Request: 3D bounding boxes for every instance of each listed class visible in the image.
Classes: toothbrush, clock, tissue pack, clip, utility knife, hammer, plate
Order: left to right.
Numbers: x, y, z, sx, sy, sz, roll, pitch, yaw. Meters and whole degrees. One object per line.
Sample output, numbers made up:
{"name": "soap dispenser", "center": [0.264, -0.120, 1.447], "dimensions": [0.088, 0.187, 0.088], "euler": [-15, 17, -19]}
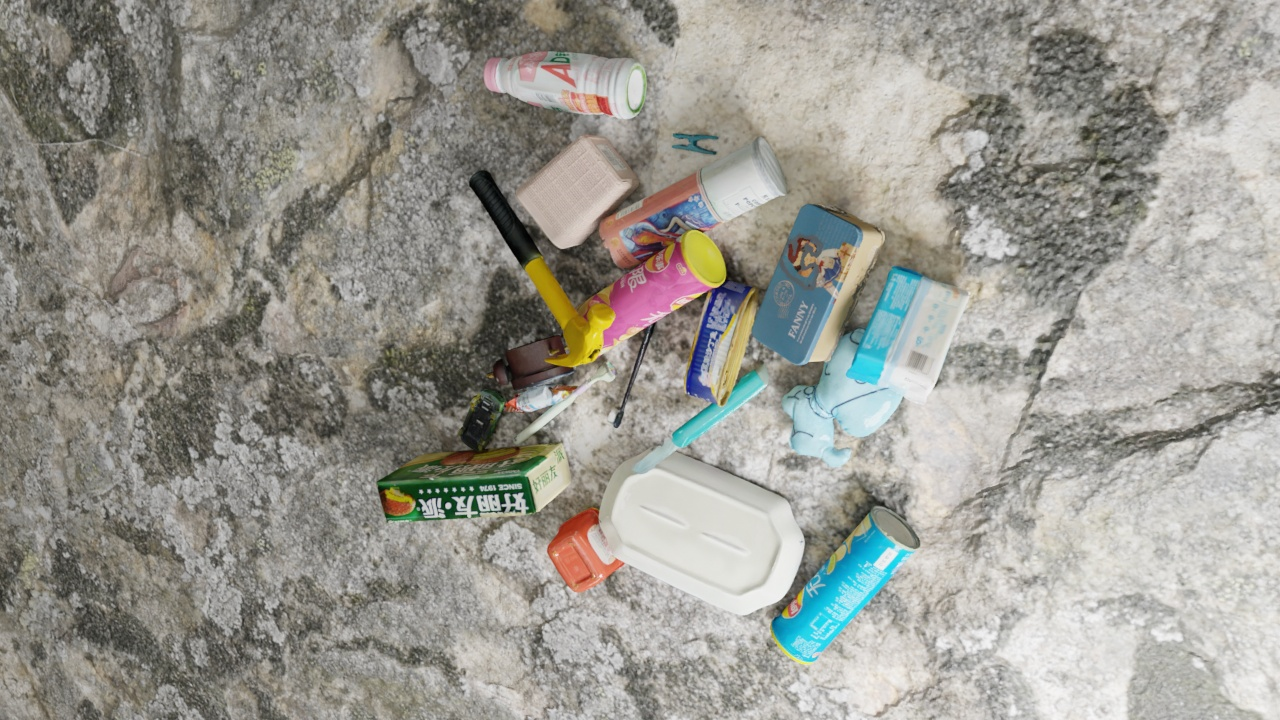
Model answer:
{"name": "clock", "center": [-0.142, 0.006, 1.185], "dimensions": [0.122, 0.082, 0.055], "euler": [-16, 93, 23]}
{"name": "hammer", "center": [-0.131, -0.117, 1.117], "dimensions": [0.300, 0.032, 0.129], "euler": [57, 140, 23]}
{"name": "toothbrush", "center": [-0.104, 0.061, 1.220], "dimensions": [0.190, 0.020, 0.029], "euler": [-38, 58, 26]}
{"name": "toothbrush", "center": [-0.007, 0.007, 1.169], "dimensions": [0.018, 0.015, 0.181], "euler": [30, 113, 21]}
{"name": "clip", "center": [0.063, -0.255, 1.074], "dimensions": [0.056, 0.014, 0.042], "euler": [12, 108, 16]}
{"name": "plate", "center": [0.071, 0.213, 1.152], "dimensions": [0.266, 0.034, 0.162], "euler": [23, 90, 16]}
{"name": "utility knife", "center": [0.074, 0.077, 1.137], "dimensions": [0.216, 0.013, 0.029], "euler": [-38, 81, 13]}
{"name": "tissue pack", "center": [0.291, -0.030, 0.997], "dimensions": [0.090, 0.063, 0.140], "euler": [22, 80, 15]}

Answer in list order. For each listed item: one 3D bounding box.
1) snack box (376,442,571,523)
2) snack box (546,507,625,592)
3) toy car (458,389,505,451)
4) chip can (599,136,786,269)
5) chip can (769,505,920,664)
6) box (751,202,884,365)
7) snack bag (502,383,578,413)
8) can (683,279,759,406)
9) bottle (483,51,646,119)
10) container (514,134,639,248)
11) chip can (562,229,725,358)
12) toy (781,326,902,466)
{"name": "snack box", "center": [-0.224, 0.166, 1.240], "dimensions": [0.240, 0.114, 0.063], "euler": [-7, 102, 23]}
{"name": "snack box", "center": [-0.072, 0.255, 1.224], "dimensions": [0.082, 0.080, 0.091], "euler": [-33, 90, 24]}
{"name": "toy car", "center": [-0.216, 0.082, 1.257], "dimensions": [0.043, 0.036, 0.091], "euler": [32, 112, 10]}
{"name": "chip can", "center": [0.058, -0.179, 1.065], "dimensions": [0.215, 0.071, 0.071], "euler": [-23, 95, 25]}
{"name": "chip can", "center": [0.245, 0.273, 1.112], "dimensions": [0.071, 0.071, 0.211], "euler": [38, 113, 8]}
{"name": "box", "center": [0.195, -0.079, 1.029], "dimensions": [0.090, 0.061, 0.184], "euler": [35, 114, 39]}
{"name": "snack bag", "center": [-0.132, 0.049, 1.203], "dimensions": [0.104, 0.048, 0.026], "euler": [-18, 74, 36]}
{"name": "can", "center": [0.095, -0.022, 1.087], "dimensions": [0.049, 0.074, 0.148], "euler": [19, 103, 18]}
{"name": "bottle", "center": [-0.093, -0.331, 1.088], "dimensions": [0.197, 0.068, 0.068], "euler": [13, 108, 22]}
{"name": "container", "center": [-0.071, -0.206, 1.100], "dimensions": [0.111, 0.089, 0.090], "euler": [-39, 88, 21]}
{"name": "chip can", "center": [0.000, -0.074, 1.092], "dimensions": [0.211, 0.071, 0.071], "euler": [-30, 92, 36]}
{"name": "toy", "center": [0.238, 0.044, 1.064], "dimensions": [0.156, 0.049, 0.161], "euler": [-8, 96, 26]}
